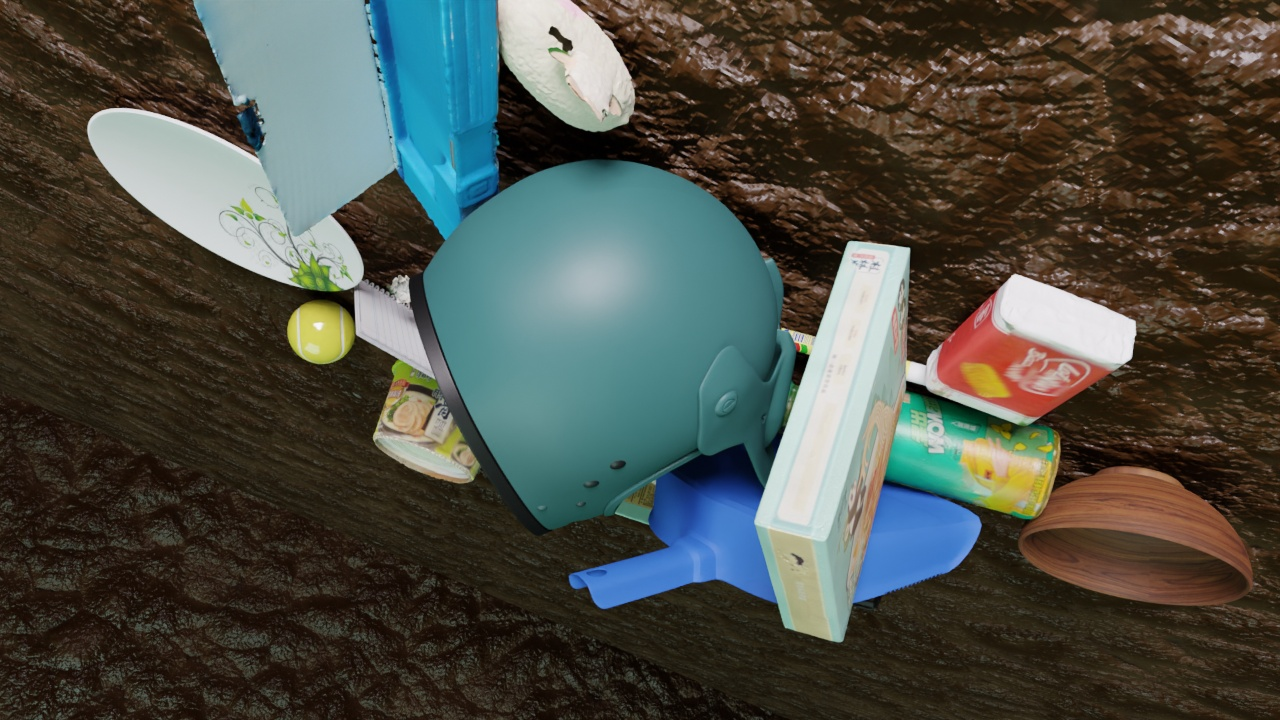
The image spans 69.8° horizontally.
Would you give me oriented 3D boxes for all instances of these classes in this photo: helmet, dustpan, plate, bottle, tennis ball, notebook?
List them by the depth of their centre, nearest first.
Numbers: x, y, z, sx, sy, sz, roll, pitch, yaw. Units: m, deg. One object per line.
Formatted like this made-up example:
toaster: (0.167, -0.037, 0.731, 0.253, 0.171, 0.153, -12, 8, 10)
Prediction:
helmet: (-0.003, 0.000, 0.566, 0.200, 0.176, 0.275, -23, 141, -2)
dustpan: (0.063, 0.117, 0.661, 0.257, 0.059, 0.246, -5, -163, -38)
bottle: (0.190, 0.056, 0.675, 0.210, 0.068, 0.068, 15, 156, 15)
plate: (-0.328, -0.134, 0.751, 0.229, 0.030, 0.230, 18, 156, 8)
notebook: (-0.146, 0.012, 0.823, 0.245, 0.013, 0.178, 33, -174, -25)
tennis ball: (-0.323, -0.029, 0.928, 0.065, 0.065, 0.065, 18, 157, 8)

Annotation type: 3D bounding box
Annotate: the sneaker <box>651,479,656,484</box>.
sneaker: (-0.011, 0.048, 0.842, 0.235, 0.087, 0.079, 29, -178, -15)

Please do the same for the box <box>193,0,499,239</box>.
box: (-0.144, -0.126, 0.484, 0.094, 0.115, 0.244, 54, 161, 13)

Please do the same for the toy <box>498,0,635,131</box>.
toy: (-0.038, -0.146, 0.450, 0.087, 0.050, 0.112, 41, 172, -38)

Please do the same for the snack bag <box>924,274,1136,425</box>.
snack bag: (0.230, -0.003, 0.556, 0.077, 0.036, 0.116, 21, 157, 2)

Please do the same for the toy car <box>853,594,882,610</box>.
toy car: (0.173, 0.199, 1.000, 0.192, 0.093, 0.071, 8, 132, 30)

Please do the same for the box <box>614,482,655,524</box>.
box: (-0.031, 0.130, 0.993, 0.188, 0.092, 0.077, 19, 156, 5)

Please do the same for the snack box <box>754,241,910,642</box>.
snack box: (0.119, 0.048, 0.543, 0.044, 0.193, 0.141, 11, 148, 22)

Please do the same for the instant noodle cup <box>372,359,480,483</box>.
instant noodle cup: (-0.221, 0.069, 1.013, 0.146, 0.097, 0.146, 18, 156, 8)

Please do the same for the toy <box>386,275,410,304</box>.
toy: (-0.152, -0.041, 0.786, 0.109, 0.041, 0.096, 21, 171, 15)

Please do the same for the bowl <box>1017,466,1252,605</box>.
bowl: (0.358, 0.118, 0.667, 0.147, 0.068, 0.147, 17, 157, 7)

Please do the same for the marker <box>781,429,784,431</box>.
marker: (0.077, 0.037, 0.797, 0.134, 0.015, 0.018, 20, 159, 4)

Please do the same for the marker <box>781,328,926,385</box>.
marker: (0.162, 0.000, 0.647, 0.132, 0.014, 0.014, 16, 156, 13)
